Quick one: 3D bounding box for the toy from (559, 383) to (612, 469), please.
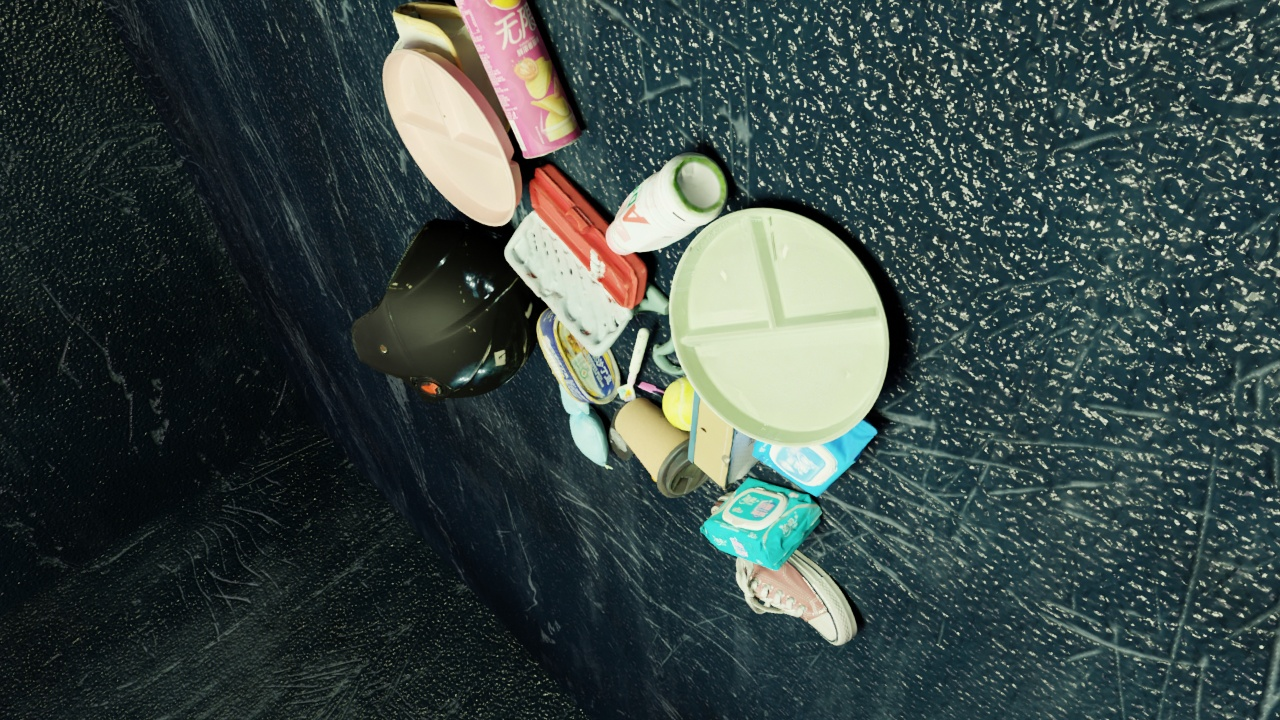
[{"bbox_3d":[-0.083,0.097,1.404,0.156,0.049,0.162,64,168,10],"label":"toy"}]

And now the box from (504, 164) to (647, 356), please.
[{"bbox_3d":[-0.077,-0.121,1.099,0.201,0.063,0.161,48,135,21],"label":"box"}]

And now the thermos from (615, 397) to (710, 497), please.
[{"bbox_3d":[0.032,0.111,1.203,0.143,0.093,0.093,42,153,40],"label":"thermos"}]

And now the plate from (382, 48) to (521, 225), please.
[{"bbox_3d":[-0.219,-0.262,1.081,0.229,0.028,0.230,36,152,23],"label":"plate"}]

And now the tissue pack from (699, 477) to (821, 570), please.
[{"bbox_3d":[0.143,0.193,1.106,0.134,0.093,0.050,6,132,56],"label":"tissue pack"}]

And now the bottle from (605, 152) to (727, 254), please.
[{"bbox_3d":[0.016,-0.147,0.927,0.068,0.068,0.197,56,157,-6],"label":"bottle"}]

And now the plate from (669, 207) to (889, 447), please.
[{"bbox_3d":[0.126,-0.029,0.852,0.230,0.027,0.230,17,119,35],"label":"plate"}]

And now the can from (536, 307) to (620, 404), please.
[{"bbox_3d":[-0.083,-0.007,1.253,0.049,0.074,0.148,2,124,55],"label":"can"}]

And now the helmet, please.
[{"bbox_3d":[-0.249,-0.062,1.280,0.230,0.232,0.275,8,135,16],"label":"helmet"}]

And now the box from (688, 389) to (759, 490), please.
[{"bbox_3d":[0.105,0.059,1.011,0.063,0.089,0.185,38,148,29],"label":"box"}]

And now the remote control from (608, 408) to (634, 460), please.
[{"bbox_3d":[-0.021,0.106,1.345,0.053,0.024,0.137,46,156,15],"label":"remote control"}]

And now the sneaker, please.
[{"bbox_3d":[0.168,0.279,1.176,0.241,0.087,0.118,46,153,16],"label":"sneaker"}]

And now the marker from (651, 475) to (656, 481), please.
[{"bbox_3d":[0.019,0.128,1.321,0.018,0.015,0.124,30,143,36],"label":"marker"}]

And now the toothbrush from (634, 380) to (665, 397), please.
[{"bbox_3d":[0.052,0.053,1.174,0.189,0.014,0.018,21,160,50],"label":"toothbrush"}]

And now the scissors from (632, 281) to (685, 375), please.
[{"bbox_3d":[0.021,-0.058,1.082,0.172,0.019,0.177,48,155,12],"label":"scissors"}]

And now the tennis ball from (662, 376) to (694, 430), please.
[{"bbox_3d":[0.059,0.052,1.099,0.065,0.065,0.066,39,151,27],"label":"tennis ball"}]

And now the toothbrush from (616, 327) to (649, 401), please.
[{"bbox_3d":[-0.007,0.007,1.175,0.029,0.020,0.190,30,153,7],"label":"toothbrush"}]

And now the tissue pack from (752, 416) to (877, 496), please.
[{"bbox_3d":[0.175,0.083,0.942,0.095,0.052,0.157,33,151,7],"label":"tissue pack"}]

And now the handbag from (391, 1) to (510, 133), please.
[{"bbox_3d":[-0.241,-0.347,1.097,0.179,0.063,0.163,27,145,33],"label":"handbag"}]

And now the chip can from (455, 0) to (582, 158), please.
[{"bbox_3d":[-0.132,-0.320,0.951,0.071,0.071,0.211,15,136,52],"label":"chip can"}]
